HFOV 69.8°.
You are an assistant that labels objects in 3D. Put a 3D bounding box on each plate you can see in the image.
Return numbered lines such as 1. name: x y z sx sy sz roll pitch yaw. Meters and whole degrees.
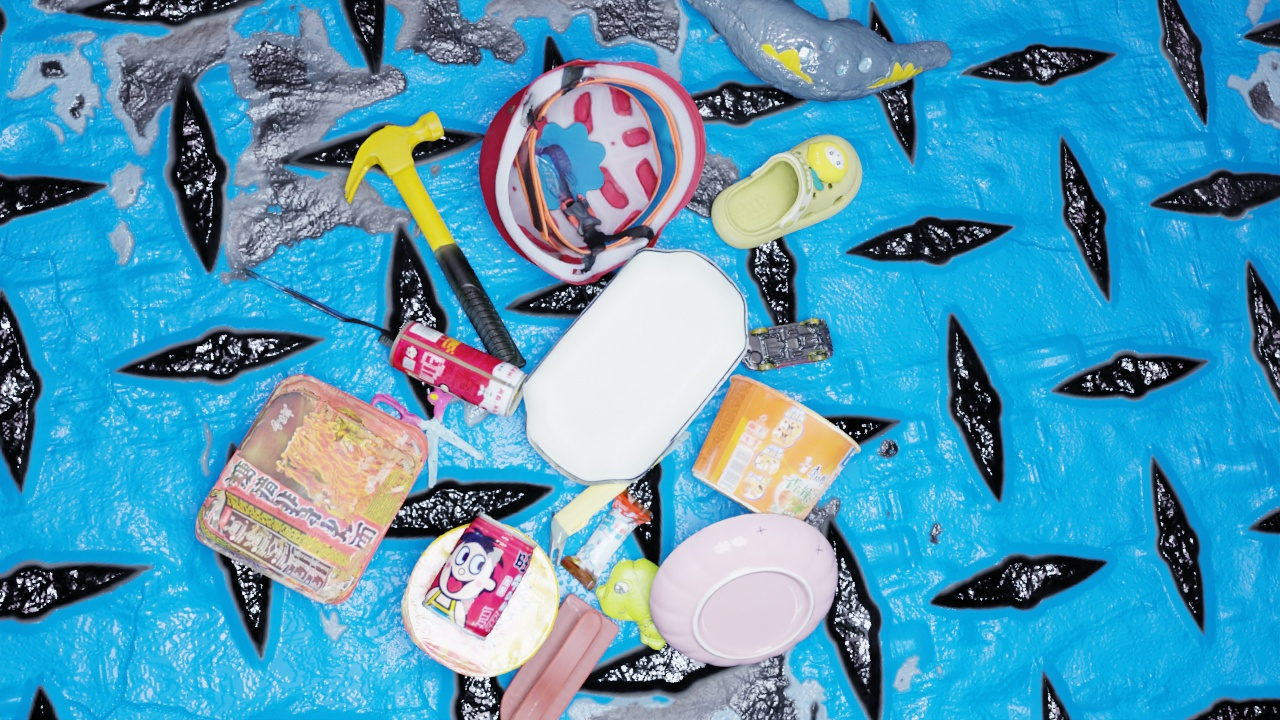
1. plate: -0.006 0.006 0.948 0.162 0.034 0.265 40 86 -13
2. plate: 0.106 0.236 0.898 0.192 0.039 0.193 -5 121 -9

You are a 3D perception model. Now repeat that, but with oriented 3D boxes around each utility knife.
1. utility knife: -0.020 0.124 0.958 0.189 0.020 0.031 -38 73 -19

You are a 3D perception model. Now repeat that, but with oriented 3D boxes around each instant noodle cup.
1. instant noodle cup: 0.130 0.099 0.936 0.151 0.151 0.111 32 85 -1
2. instant noodle cup: -0.151 0.226 0.887 0.138 0.110 0.138 1 80 -8
3. instant noodle cup: -0.314 0.123 0.898 0.164 0.079 0.188 29 78 -2

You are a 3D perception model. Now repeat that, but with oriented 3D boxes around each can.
1. can: -0.183 0.009 0.933 0.133 0.053 0.053 24 77 4
2. can: -0.139 0.188 0.804 0.066 0.067 0.093 31 76 -1

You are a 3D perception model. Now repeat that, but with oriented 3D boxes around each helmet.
1. helmet: -0.064 -0.202 0.956 0.239 0.144 0.207 -33 116 -23

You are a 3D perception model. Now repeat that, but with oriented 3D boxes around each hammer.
1. hammer: -0.209 -0.118 0.981 0.128 0.033 0.300 -29 85 -11

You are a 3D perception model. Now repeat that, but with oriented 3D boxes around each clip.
1. clip: -0.086 0.185 0.948 0.043 0.027 0.058 11 82 -13

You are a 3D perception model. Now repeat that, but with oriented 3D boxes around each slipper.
1. slipper: 0.170 -0.191 1.023 0.190 0.082 0.091 -29 87 -9

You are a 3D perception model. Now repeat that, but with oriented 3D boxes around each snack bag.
1. snack bag: -0.035 0.185 0.953 0.048 0.026 0.104 39 75 16

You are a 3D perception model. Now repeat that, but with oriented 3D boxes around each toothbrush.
1. toothbrush: -0.331 -0.052 0.962 0.189 0.014 0.016 25 101 -2

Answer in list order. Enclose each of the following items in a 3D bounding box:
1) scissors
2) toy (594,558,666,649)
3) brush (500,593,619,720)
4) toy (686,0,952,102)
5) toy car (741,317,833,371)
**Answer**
1. scissors: -0.223 0.065 0.953 0.130 0.017 0.133 2 78 -8
2. toy: 0.008 0.246 0.945 0.096 0.031 0.100 -21 88 -11
3. brush: -0.086 0.307 0.901 0.063 0.069 0.145 35 77 1
4. toy: 0.188 -0.367 1.053 0.356 0.092 0.137 17 66 -7
5. toy car: 0.159 -0.016 1.013 0.106 0.031 0.049 -10 81 -11
